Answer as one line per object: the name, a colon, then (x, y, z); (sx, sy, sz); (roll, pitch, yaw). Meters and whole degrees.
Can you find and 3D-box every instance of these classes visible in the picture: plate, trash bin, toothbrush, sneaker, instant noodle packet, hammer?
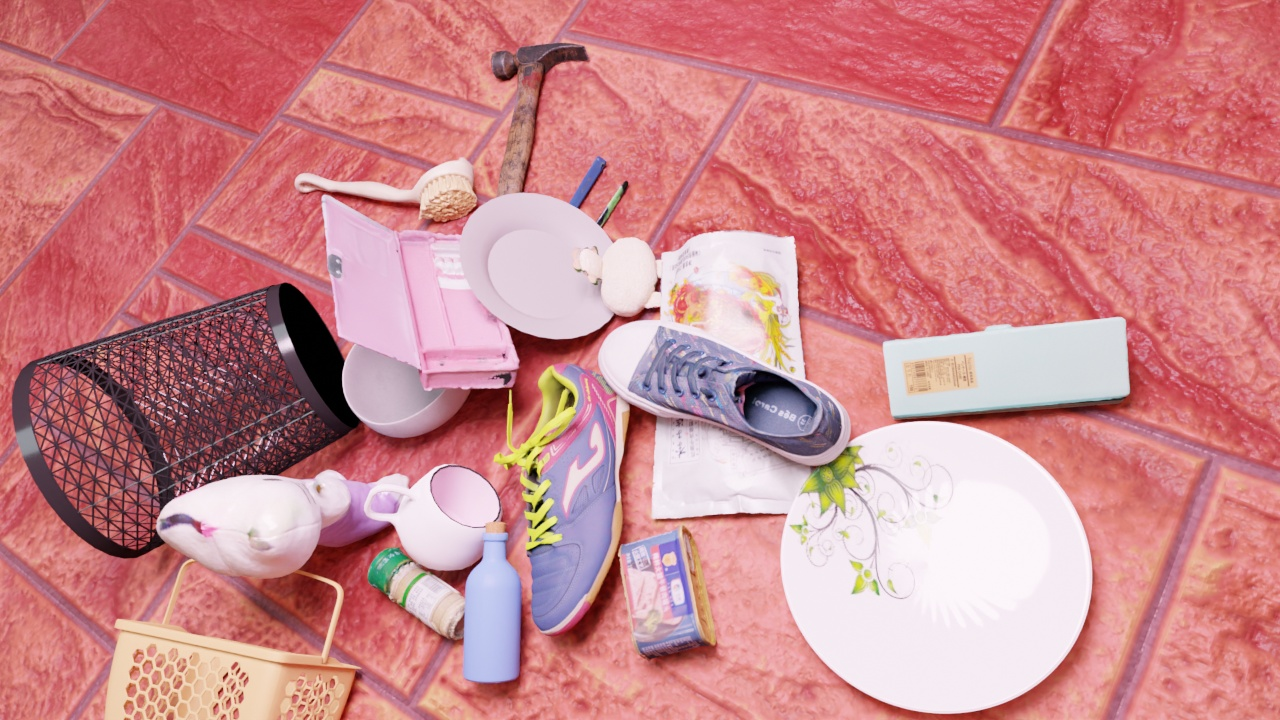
plate: (0.228, 0.159, 0.724); (0.230, 0.030, 0.229); (-8, 61, 15)
plate: (-0.100, -0.094, 0.932); (0.172, 0.019, 0.172); (12, 59, -20)
trash bin: (-0.431, 0.045, 0.916); (0.243, 0.217, 0.216); (-25, 58, -3)
toothbrush: (-0.083, -0.145, 1.002); (0.017, 0.016, 0.189); (21, 71, 19)
sneaker: (0.064, 0.016, 0.782); (0.236, 0.079, 0.087); (21, 79, 23)
instant noodle packet: (0.081, 0.009, 0.844); (0.147, 0.057, 0.268); (-6, 66, 17)
sneaker: (-0.078, 0.116, 0.810); (0.117, 0.091, 0.241); (-27, 46, 46)
hammer: (-0.135, -0.237, 1.061); (0.120, 0.033, 0.329); (-3, 63, 16)
toothbrush: (-0.063, -0.120, 0.983); (0.017, 0.014, 0.187); (20, 71, 35)

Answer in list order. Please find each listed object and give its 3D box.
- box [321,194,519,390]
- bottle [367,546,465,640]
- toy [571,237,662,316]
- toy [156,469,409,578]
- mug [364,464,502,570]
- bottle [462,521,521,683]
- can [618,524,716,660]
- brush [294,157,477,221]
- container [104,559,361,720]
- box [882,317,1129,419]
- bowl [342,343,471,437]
box: (-0.221, -0.063, 0.887); (0.055, 0.179, 0.232); (-59, 35, 29)
bottle: (-0.198, 0.212, 0.836); (0.110, 0.043, 0.042); (25, 73, 27)
toy: (-0.016, -0.086, 0.924); (0.112, 0.050, 0.087); (8, 64, -4)
toy: (-0.316, 0.141, 0.827); (0.138, 0.209, 0.085); (1, 90, 23)
mug: (-0.190, 0.141, 0.827); (0.076, 0.123, 0.090); (-51, 34, 29)
bottle: (-0.126, 0.205, 0.787); (0.048, 0.048, 0.131); (-2, 82, 18)
can: (0.022, 0.193, 0.764); (0.059, 0.054, 0.099); (-17, 58, 12)
brush: (-0.310, -0.205, 1.094); (0.273, 0.062, 0.077); (6, 61, 26)
container: (-0.352, 0.263, 0.810); (0.184, 0.129, 0.166); (3, 71, 20)
box: (0.298, 0.003, 0.756); (0.189, 0.079, 0.077); (-4, 63, 17)
bowl: (-0.229, 0.018, 0.935); (0.132, 0.064, 0.131); (-8, 61, 15)
